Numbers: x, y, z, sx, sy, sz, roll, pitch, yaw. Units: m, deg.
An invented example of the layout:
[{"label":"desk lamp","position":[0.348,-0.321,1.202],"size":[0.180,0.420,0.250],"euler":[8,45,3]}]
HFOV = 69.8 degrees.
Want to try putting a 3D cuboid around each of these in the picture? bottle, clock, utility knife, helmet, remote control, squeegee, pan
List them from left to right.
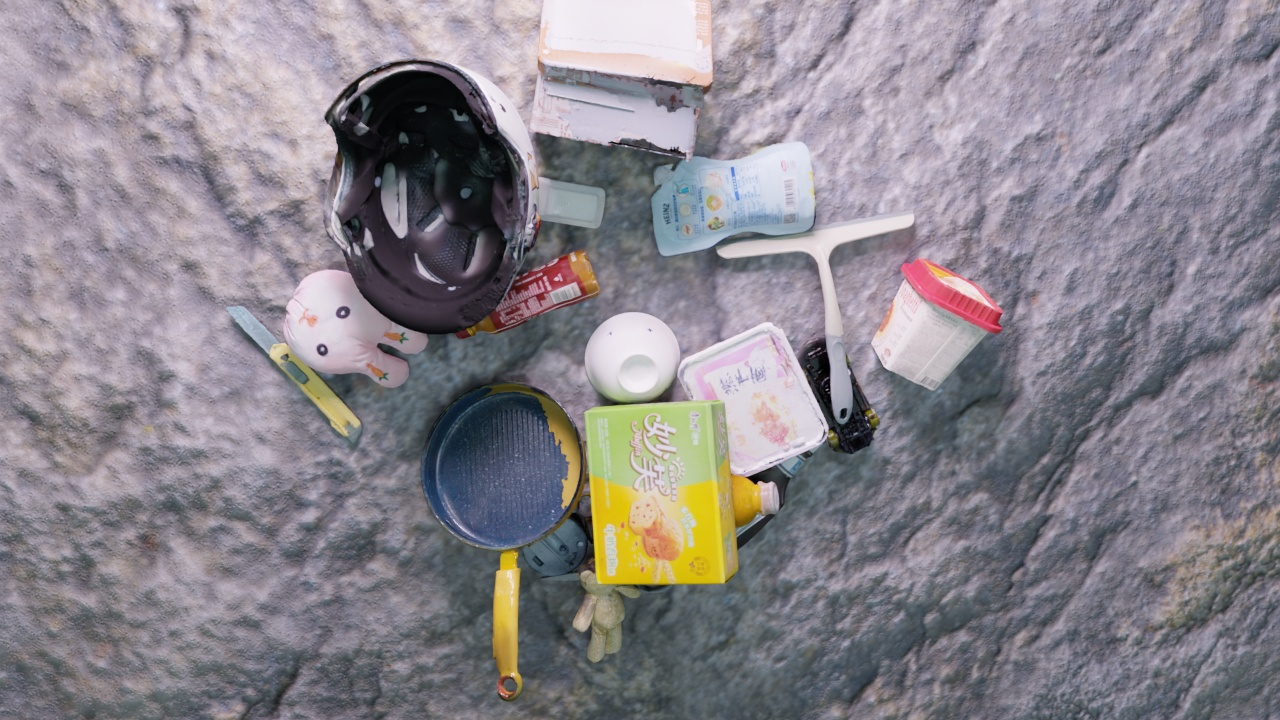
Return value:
[{"label":"utility knife","position":[-0.406,0.015,1.089],"size":[0.031,0.022,0.216],"euler":[-39,102,-1]},{"label":"helmet","position":[-0.203,-0.180,0.973],"size":[0.230,0.156,0.274],"euler":[3,112,16]},{"label":"pan","position":[-0.153,0.197,1.046],"size":[0.198,0.078,0.357],"euler":[-9,75,8]},{"label":"bottle","position":[-0.136,-0.073,1.067],"size":[0.175,0.057,0.057],"euler":[-21,108,0]},{"label":"remote control","position":[-0.104,-0.184,1.056],"size":[0.125,0.024,0.049],"euler":[8,105,-8]},{"label":"clock","position":[-0.099,0.216,1.159],"size":[0.122,0.055,0.082],"euler":[-40,106,5]},{"label":"bottle","position":[0.075,0.177,1.131],"size":[0.190,0.067,0.068],"euler":[-8,108,19]},{"label":"bottle","position":[0.154,0.161,1.178],"size":[0.080,0.044,0.195],"euler":[41,97,-16]},{"label":"squeegee","position":[0.230,-0.041,1.103],"size":[0.246,0.039,0.246],"euler":[-9,96,-3]}]

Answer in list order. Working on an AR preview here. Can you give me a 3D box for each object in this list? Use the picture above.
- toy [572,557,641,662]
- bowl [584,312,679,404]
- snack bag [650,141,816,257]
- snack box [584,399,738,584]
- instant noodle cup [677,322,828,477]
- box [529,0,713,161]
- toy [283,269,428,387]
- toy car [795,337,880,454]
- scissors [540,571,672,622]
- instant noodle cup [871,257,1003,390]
[{"label":"toy","position":[-0.050,0.322,1.189],"size":[0.105,0.066,0.157],"euler":[-16,118,-31]},{"label":"bowl","position":[-0.007,0.006,1.102],"size":[0.118,0.064,0.118],"euler":[-2,106,-5]},{"label":"snack bag","position":[0.106,-0.189,1.071],"size":[0.191,0.038,0.110],"euler":[-9,113,-2]},{"label":"snack box","position":[0.024,0.154,1.074],"size":[0.158,0.070,0.210],"euler":[-5,89,19]},{"label":"instant noodle cup","position":[0.137,0.043,1.125],"size":[0.138,0.060,0.173],"euler":[-25,107,11]},{"label":"box","position":[-0.021,-0.313,0.962],"size":[0.182,0.152,0.174],"euler":[9,103,-9]},{"label":"toy","position":[-0.330,-0.033,1.063],"size":[0.159,0.054,0.121],"euler":[26,102,-21]},{"label":"toy car","position":[0.244,0.044,1.152],"size":[0.070,0.042,0.158],"euler":[-26,99,-2]},{"label":"scissors","position":[-0.042,0.277,1.206],"size":[0.179,0.014,0.159],"euler":[1,107,-5]},{"label":"instant noodle cup","position":[0.350,-0.042,1.109],"size":[0.116,0.116,0.124],"euler":[24,113,-12]}]
